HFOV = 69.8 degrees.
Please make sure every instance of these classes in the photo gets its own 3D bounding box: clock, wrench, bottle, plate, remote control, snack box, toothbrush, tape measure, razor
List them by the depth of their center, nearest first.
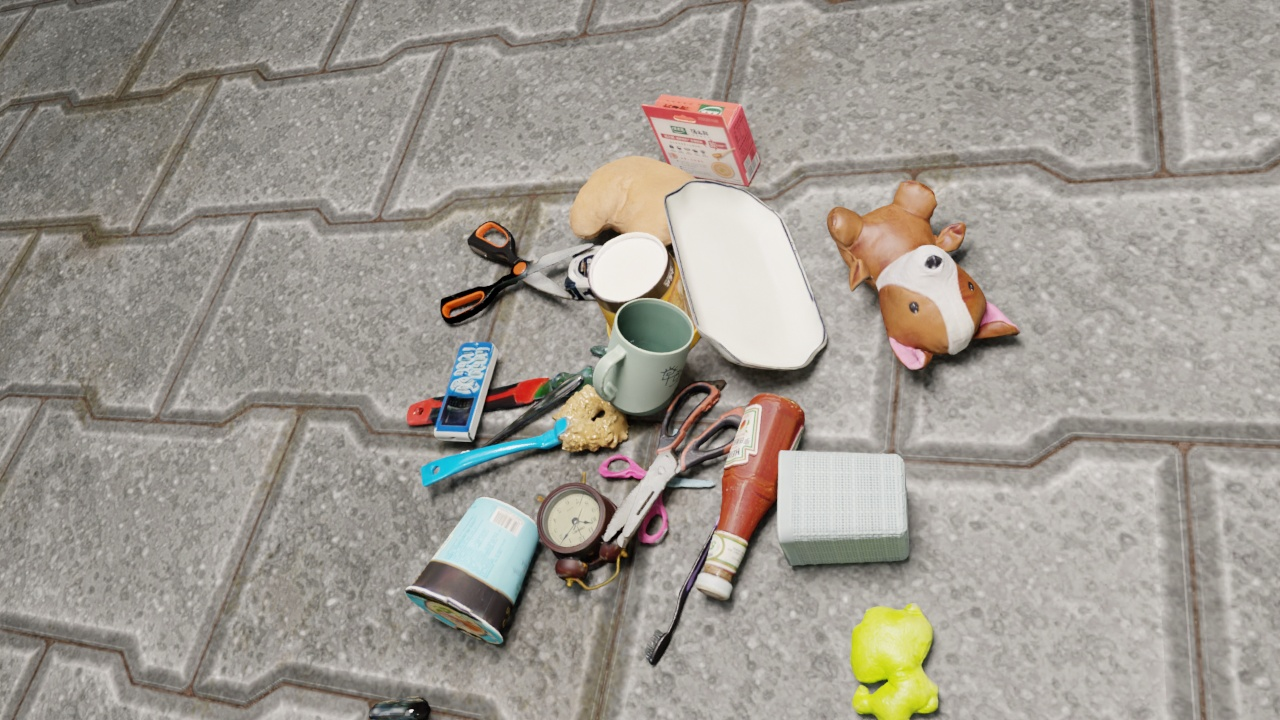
[{"bbox_3d":[-0.209,0.398,0.872,0.068,0.062,0.167,-46,54,29],"label":"razor"},{"bbox_3d":[0.104,0.132,0.899,0.060,0.060,0.205,13,68,28],"label":"bottle"},{"bbox_3d":[0.051,0.210,0.903,0.017,0.014,0.188,12,65,41],"label":"toothbrush"},{"bbox_3d":[-0.058,0.179,0.939,0.082,0.055,0.122,-28,56,2],"label":"clock"},{"bbox_3d":[0.107,-0.091,1.007,0.161,0.034,0.265,4,54,-25],"label":"plate"},{"bbox_3d":[-0.140,0.069,1.053,0.181,0.018,0.015,-35,59,4],"label":"toothbrush"},{"bbox_3d":[-0.203,0.036,1.082,0.049,0.024,0.124,1,60,22],"label":"remote control"},{"bbox_3d":[-0.156,0.037,1.088,0.274,0.016,0.056,-15,56,13],"label":"wrench"},{"bbox_3d":[0.075,-0.275,1.112,0.113,0.127,0.044,17,68,29],"label":"snack box"},{"bbox_3d":[-0.056,-0.107,1.123,0.066,0.033,0.065,2,63,26],"label":"tape measure"}]

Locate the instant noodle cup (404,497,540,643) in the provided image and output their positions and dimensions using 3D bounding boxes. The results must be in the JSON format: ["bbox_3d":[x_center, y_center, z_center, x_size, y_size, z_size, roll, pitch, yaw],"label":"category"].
[{"bbox_3d":[-0.163,0.210,0.941,0.111,0.111,0.120,11,57,27],"label":"instant noodle cup"}]

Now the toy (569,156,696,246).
[{"bbox_3d":[0.025,-0.177,1.109,0.226,0.082,0.143,23,69,25],"label":"toy"}]

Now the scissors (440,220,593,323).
[{"bbox_3d":[-0.166,-0.108,1.163,0.228,0.021,0.221,-39,49,5],"label":"scissors"}]

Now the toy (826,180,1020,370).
[{"bbox_3d":[0.280,-0.087,0.927,0.140,0.130,0.199,-21,64,2],"label":"toy"}]

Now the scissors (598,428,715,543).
[{"bbox_3d":[0.014,0.128,0.966,0.135,0.017,0.133,7,59,26],"label":"scissors"}]

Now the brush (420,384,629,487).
[{"bbox_3d":[-0.127,0.090,1.021,0.255,0.046,0.083,-18,59,4],"label":"brush"}]

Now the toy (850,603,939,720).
[{"bbox_3d":[0.216,0.261,0.792,0.097,0.031,0.100,-34,54,3],"label":"toy"}]

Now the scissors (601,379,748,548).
[{"bbox_3d":[0.043,0.106,0.940,0.199,0.015,0.204,-9,49,3],"label":"scissors"}]

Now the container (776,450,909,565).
[{"bbox_3d":[0.188,0.136,0.846,0.112,0.090,0.089,-4,60,17],"label":"container"}]

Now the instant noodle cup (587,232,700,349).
[{"bbox_3d":[0.003,-0.073,1.029,0.119,0.114,0.118,-11,57,17],"label":"instant noodle cup"}]

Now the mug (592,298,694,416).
[{"bbox_3d":[-0.006,0.006,0.958,0.111,0.107,0.082,-28,60,-36],"label":"mug"}]
